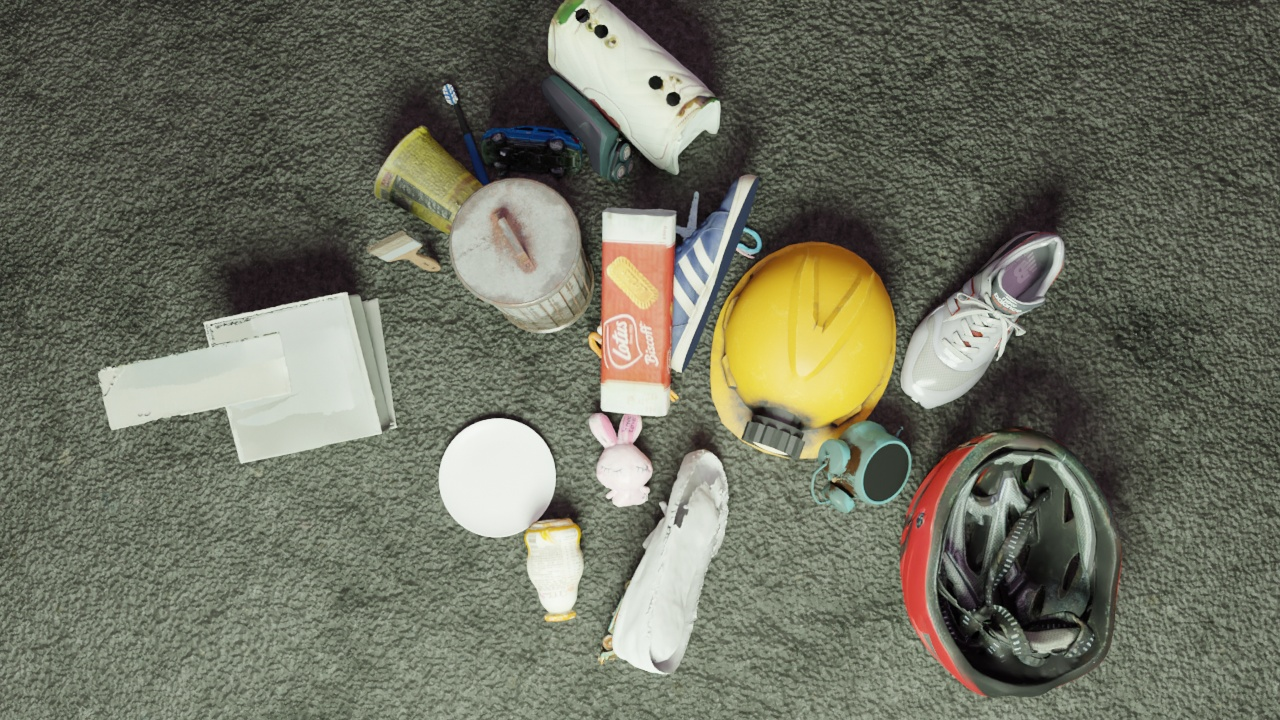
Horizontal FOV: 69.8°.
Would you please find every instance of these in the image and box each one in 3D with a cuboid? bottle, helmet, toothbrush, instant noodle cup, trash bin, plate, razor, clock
[{"bbox_3d":[-0.094,0.231,1.016,0.063,0.063,0.108,-6,84,2],"label":"bottle"},{"bbox_3d":[0.184,-0.022,0.998,0.205,0.131,0.255,20,83,6],"label":"helmet"},{"bbox_3d":[-0.204,-0.257,1.106,0.014,0.014,0.167,-23,82,11],"label":"toothbrush"},{"bbox_3d":[-0.237,-0.201,1.065,0.108,0.102,0.102,37,86,-2],"label":"instant noodle cup"},{"bbox_3d":[-0.119,-0.105,0.983,0.131,0.211,0.130,0,83,3],"label":"trash bin"},{"bbox_3d":[-0.164,0.135,1.056,0.134,0.011,0.134,0,83,3],"label":"plate"},{"bbox_3d":[0.368,0.202,0.939,0.217,0.167,0.272,4,88,-11],"label":"helmet"},{"bbox_3d":[-0.063,-0.267,1.051,0.143,0.047,0.052,48,131,0],"label":"razor"},{"bbox_3d":[0.237,0.118,0.993,0.124,0.053,0.090,-22,115,-24],"label":"clock"}]

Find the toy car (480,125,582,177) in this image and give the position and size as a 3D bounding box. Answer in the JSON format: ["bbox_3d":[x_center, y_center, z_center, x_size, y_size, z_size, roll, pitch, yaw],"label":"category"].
[{"bbox_3d":[-0.128,-0.249,1.084,0.120,0.056,0.043,3,61,-2],"label":"toy car"}]

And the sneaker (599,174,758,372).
[{"bbox_3d":[0.034,-0.115,1.024,0.118,0.091,0.233,23,110,10],"label":"sneaker"}]

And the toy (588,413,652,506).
[{"bbox_3d":[-0.021,0.109,1.035,0.063,0.047,0.110,-11,79,-7],"label":"toy"}]

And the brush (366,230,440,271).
[{"bbox_3d":[-0.253,-0.117,1.026,0.045,0.143,0.008,-24,81,8],"label":"brush"}]

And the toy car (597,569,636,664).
[{"bbox_3d":[-0.008,0.286,1.010,0.047,0.047,0.112,22,84,7],"label":"toy car"}]

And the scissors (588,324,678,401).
[{"bbox_3d":[-0.002,0.004,1.043,0.130,0.070,0.013,37,58,-2],"label":"scissors"}]

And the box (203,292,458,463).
[{"bbox_3d":[-0.373,0.036,1.184,0.169,0.404,0.171,-11,83,1],"label":"box"}]

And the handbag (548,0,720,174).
[{"bbox_3d":[-0.008,-0.313,1.040,0.096,0.142,0.198,-45,82,-1],"label":"handbag"}]

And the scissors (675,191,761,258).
[{"bbox_3d":[0.070,-0.129,1.078,0.135,0.015,0.135,17,84,9],"label":"scissors"}]

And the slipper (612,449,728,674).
[{"bbox_3d":[0.036,0.209,0.982,0.075,0.112,0.246,6,60,28],"label":"slipper"}]

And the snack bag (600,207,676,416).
[{"bbox_3d":[-0.004,-0.049,0.983,0.077,0.041,0.225,5,107,11],"label":"snack bag"}]

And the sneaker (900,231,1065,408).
[{"bbox_3d":[0.376,-0.054,0.994,0.089,0.124,0.239,38,86,7],"label":"sneaker"}]
